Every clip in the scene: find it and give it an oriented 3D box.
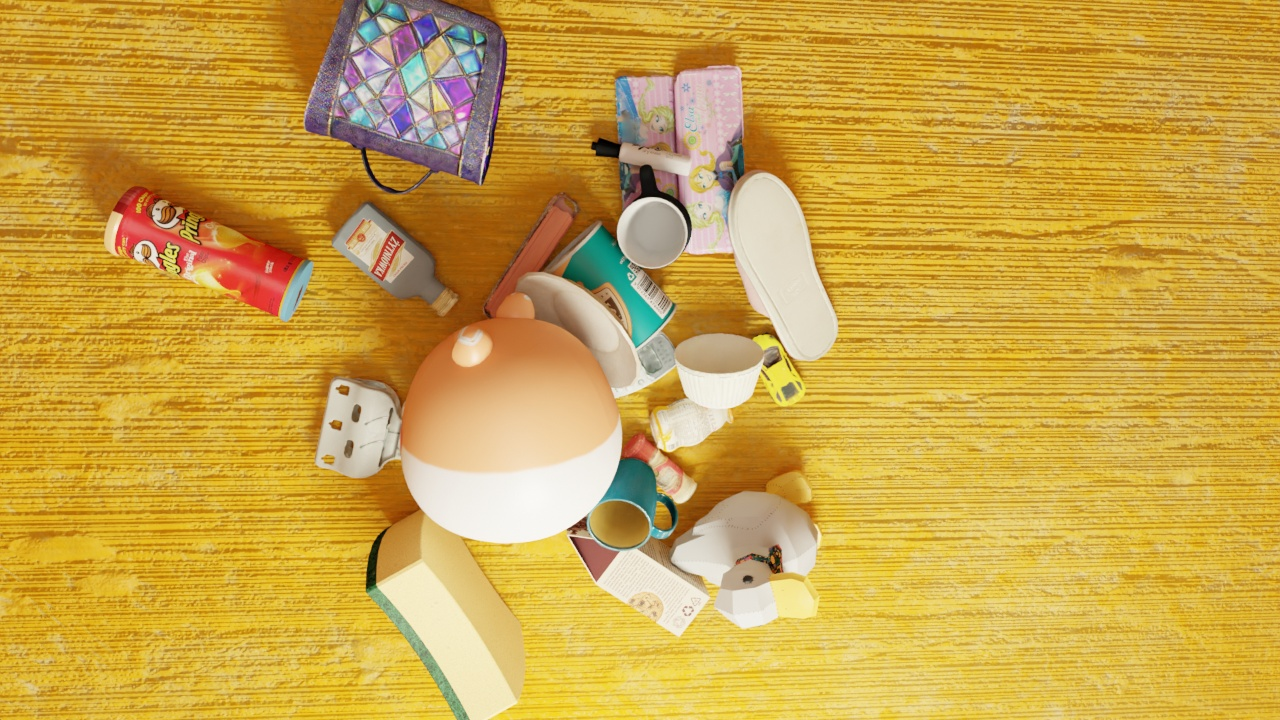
[{"bbox_3d":[-0.336,0.092,1.187,0.147,0.081,0.125,12,103,-11],"label":"clip"}]

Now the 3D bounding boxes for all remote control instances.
[{"bbox_3d":[-0.007,0.007,1.211,0.114,0.028,0.060,-28,104,0],"label":"remote control"}]

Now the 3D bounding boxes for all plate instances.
[{"bbox_3d":[-0.072,-0.041,1.119,0.188,0.189,0.027,47,62,-13],"label":"plate"}]

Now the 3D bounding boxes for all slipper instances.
[{"bbox_3d":[0.178,-0.117,1.181,0.114,0.054,0.274,-35,118,-17],"label":"slipper"}]

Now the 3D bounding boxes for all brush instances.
[{"bbox_3d":[-0.242,0.316,1.169,0.075,0.195,0.250,-29,104,1],"label":"brush"}]

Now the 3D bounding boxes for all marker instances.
[{"bbox_3d":[0.001,-0.253,1.137,0.126,0.025,0.025,13,101,4],"label":"marker"}]

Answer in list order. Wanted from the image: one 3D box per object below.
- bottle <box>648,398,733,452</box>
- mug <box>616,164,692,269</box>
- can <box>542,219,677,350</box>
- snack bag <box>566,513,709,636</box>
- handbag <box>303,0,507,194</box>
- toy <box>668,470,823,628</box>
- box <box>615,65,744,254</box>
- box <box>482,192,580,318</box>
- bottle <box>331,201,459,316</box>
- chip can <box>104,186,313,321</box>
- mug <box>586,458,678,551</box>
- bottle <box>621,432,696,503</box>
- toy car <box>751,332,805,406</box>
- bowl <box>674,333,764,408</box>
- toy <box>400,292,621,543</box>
[{"bbox_3d":[0.068,0.080,1.219,0.108,0.063,0.063,-16,103,-4],"label":"bottle"},{"bbox_3d":[0.016,-0.177,1.117,0.085,0.094,0.122,-9,102,9],"label":"mug"},{"bbox_3d":[-0.038,-0.089,1.149,0.099,0.099,0.144,-42,103,4],"label":"can"},{"bbox_3d":[-0.016,0.270,1.234,0.206,0.094,0.070,35,96,-12],"label":"snack bag"},{"bbox_3d":[-0.265,-0.303,1.066,0.205,0.125,0.222,16,101,-9],"label":"handbag"},{"bbox_3d":[0.145,0.249,1.176,0.247,0.266,0.141,-6,106,35],"label":"toy"},{"bbox_3d":[0.051,-0.249,1.162,0.159,0.035,0.230,-4,103,0],"label":"box"},{"bbox_3d":[-0.138,-0.128,1.160,0.058,0.053,0.187,35,96,20],"label":"box"},{"bbox_3d":[-0.298,-0.119,1.143,0.161,0.046,0.072,41,95,-13],"label":"bottle"},{"bbox_3d":[-0.513,-0.126,1.100,0.213,0.087,0.087,23,99,-11],"label":"chip can"},{"bbox_3d":[-0.005,0.186,1.181,0.112,0.104,0.085,24,121,-4],"label":"mug"},{"bbox_3d":[0.026,0.146,1.238,0.109,0.044,0.044,42,95,-13],"label":"bottle"},{"bbox_3d":[0.181,0.012,1.232,0.049,0.030,0.107,-33,102,3],"label":"toy car"},{"bbox_3d":[0.101,0.017,1.188,0.115,0.115,0.063,-5,118,-5],"label":"bowl"},{"bbox_3d":[-0.158,0.072,1.086,0.266,0.262,0.281,4,113,18],"label":"toy"}]
